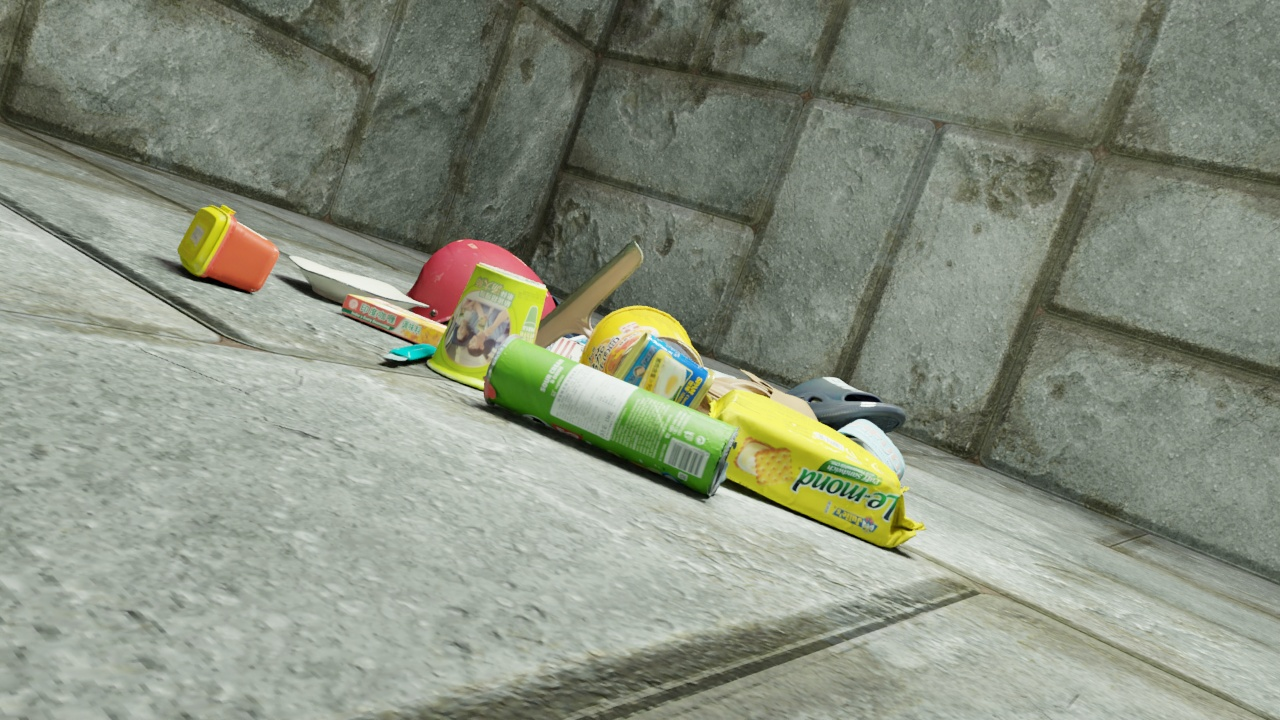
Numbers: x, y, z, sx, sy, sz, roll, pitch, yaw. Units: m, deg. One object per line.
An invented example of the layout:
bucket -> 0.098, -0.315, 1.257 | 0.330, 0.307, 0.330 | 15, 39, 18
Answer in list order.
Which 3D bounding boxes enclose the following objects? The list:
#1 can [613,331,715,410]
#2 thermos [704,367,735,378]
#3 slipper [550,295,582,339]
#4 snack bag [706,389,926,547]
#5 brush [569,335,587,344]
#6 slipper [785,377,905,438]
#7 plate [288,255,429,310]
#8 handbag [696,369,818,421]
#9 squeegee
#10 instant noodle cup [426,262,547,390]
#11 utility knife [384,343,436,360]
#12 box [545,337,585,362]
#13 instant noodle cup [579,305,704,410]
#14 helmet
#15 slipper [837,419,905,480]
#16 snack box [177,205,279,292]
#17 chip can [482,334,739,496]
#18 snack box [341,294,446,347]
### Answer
can -> 0.015, 0.032, 0.955 | 0.083, 0.102, 0.057 | 33, 2, -9
thermos -> 0.108, 0.045, 1.570 | 0.224, 0.073, 0.073 | 18, 5, -29
slipper -> -0.159, -0.062, 1.527 | 0.253, 0.095, 0.105 | 25, 3, 15
snack bag -> 0.173, 0.105, 0.958 | 0.246, 0.068, 0.157 | 25, 12, 5
brush -> -0.029, -0.019, 1.459 | 0.109, 0.060, 0.313 | 22, 17, 32
slipper -> 0.245, 0.063, 1.298 | 0.110, 0.083, 0.269 | 17, -18, -38
plate -> -0.389, -0.095, 1.255 | 0.163, 0.034, 0.164 | 16, 6, -44
handbag -> 0.147, 0.073, 1.161 | 0.148, 0.100, 0.204 | 24, 5, 26
squeegee -> -0.007, 0.007, 1.145 | 0.249, 0.248, 0.040 | 36, 30, -27
instant noodle cup -> -0.156, -0.036, 0.986 | 0.111, 0.123, 0.111 | 20, 4, -2
utility knife -> -0.242, -0.008, 0.971 | 0.029, 0.013, 0.182 | 17, 3, -1
box -> -0.091, 0.014, 1.243 | 0.162, 0.076, 0.086 | 22, 34, -20
instant noodle cup -> 0.008, 0.015, 1.042 | 0.138, 0.138, 0.110 | 19, 9, -16
helmet -> -0.220, -0.097, 1.373 | 0.240, 0.144, 0.207 | 20, 2, -10
slipper -> 0.297, 0.127, 1.188 | 0.104, 0.074, 0.245 | 49, 11, 19
snack box -> -0.456, -0.123, 1.021 | 0.080, 0.082, 0.091 | 29, -2, -42
chip can -> -0.028, 0.050, 0.848 | 0.236, 0.072, 0.072 | 22, 5, 14
snack box -> -0.280, -0.041, 1.126 | 0.156, 0.027, 0.077 | 21, 3, 12
